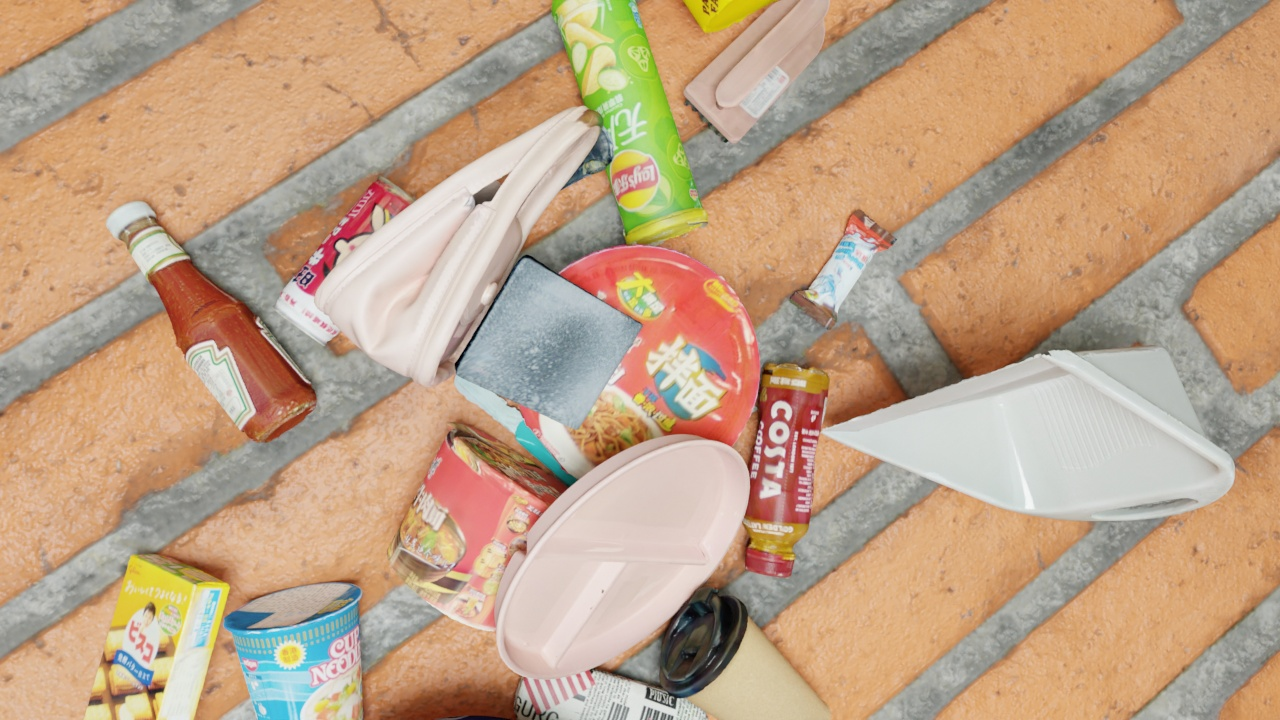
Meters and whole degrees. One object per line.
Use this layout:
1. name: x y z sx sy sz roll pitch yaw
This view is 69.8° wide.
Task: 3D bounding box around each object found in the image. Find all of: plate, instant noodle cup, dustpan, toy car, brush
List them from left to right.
1. instant noodle cup: -0.250 0.235 0.686 0.099 0.099 0.110 -9 96 -11
2. instant noodle cup: -0.115 0.130 0.696 0.138 0.138 0.108 34 89 -7
3. toy car: -0.059 -0.161 0.746 0.091 0.034 0.043 -23 84 33
4. plate: -0.012 0.146 0.688 0.229 0.230 0.028 -39 53 -10
5. instant noodle cup: -0.004 0.004 0.740 0.194 0.066 0.194 0 96 -4
6. brush: 0.106 -0.256 0.783 0.063 0.073 0.145 44 79 -4
7. dustpan: 0.325 0.079 0.725 0.257 0.223 0.142 -8 77 -34

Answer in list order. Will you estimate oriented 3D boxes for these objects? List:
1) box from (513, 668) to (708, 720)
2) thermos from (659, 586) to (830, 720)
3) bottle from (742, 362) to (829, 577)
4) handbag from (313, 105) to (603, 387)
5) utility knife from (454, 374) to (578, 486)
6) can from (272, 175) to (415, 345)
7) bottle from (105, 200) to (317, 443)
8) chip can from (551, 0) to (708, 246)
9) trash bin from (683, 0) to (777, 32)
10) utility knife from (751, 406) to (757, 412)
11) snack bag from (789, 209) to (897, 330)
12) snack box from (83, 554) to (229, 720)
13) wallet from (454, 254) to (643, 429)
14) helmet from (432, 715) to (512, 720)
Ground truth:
1. box: -0.024 0.289 0.749 0.164 0.051 0.068 22 93 -7
2. thermos: 0.085 0.260 0.745 0.143 0.093 0.093 42 81 -13
3. bottle: 0.120 0.092 0.772 0.057 0.057 0.175 10 85 -10
4. handbag: -0.112 -0.094 0.663 0.093 0.193 0.234 40 88 -5
5. utility knife: -0.068 0.078 0.762 0.218 0.013 0.029 40 83 -8
6. can: -0.227 -0.078 0.723 0.053 0.053 0.132 38 81 -6
7. bottle: -0.330 -0.032 0.701 0.059 0.060 0.206 -38 90 -10
8. chip can: -0.010 -0.206 0.759 0.072 0.073 0.221 -19 90 -11
9. trash bin: 0.067 -0.421 0.717 0.229 0.230 0.255 -32 98 -10
10. utility knife: 0.031 -0.004 0.783 0.171 0.015 0.033 37 84 -6
11. snack bag: 0.179 -0.080 0.809 0.048 0.026 0.104 38 81 6
12. snack box: -0.355 0.220 0.670 0.087 0.033 0.140 10 82 33
13. wallet: -0.065 -0.011 0.666 0.120 0.019 0.097 29 94 -39
14. helmet: -0.125 0.366 0.624 0.315 0.248 0.239 32 54 -4
